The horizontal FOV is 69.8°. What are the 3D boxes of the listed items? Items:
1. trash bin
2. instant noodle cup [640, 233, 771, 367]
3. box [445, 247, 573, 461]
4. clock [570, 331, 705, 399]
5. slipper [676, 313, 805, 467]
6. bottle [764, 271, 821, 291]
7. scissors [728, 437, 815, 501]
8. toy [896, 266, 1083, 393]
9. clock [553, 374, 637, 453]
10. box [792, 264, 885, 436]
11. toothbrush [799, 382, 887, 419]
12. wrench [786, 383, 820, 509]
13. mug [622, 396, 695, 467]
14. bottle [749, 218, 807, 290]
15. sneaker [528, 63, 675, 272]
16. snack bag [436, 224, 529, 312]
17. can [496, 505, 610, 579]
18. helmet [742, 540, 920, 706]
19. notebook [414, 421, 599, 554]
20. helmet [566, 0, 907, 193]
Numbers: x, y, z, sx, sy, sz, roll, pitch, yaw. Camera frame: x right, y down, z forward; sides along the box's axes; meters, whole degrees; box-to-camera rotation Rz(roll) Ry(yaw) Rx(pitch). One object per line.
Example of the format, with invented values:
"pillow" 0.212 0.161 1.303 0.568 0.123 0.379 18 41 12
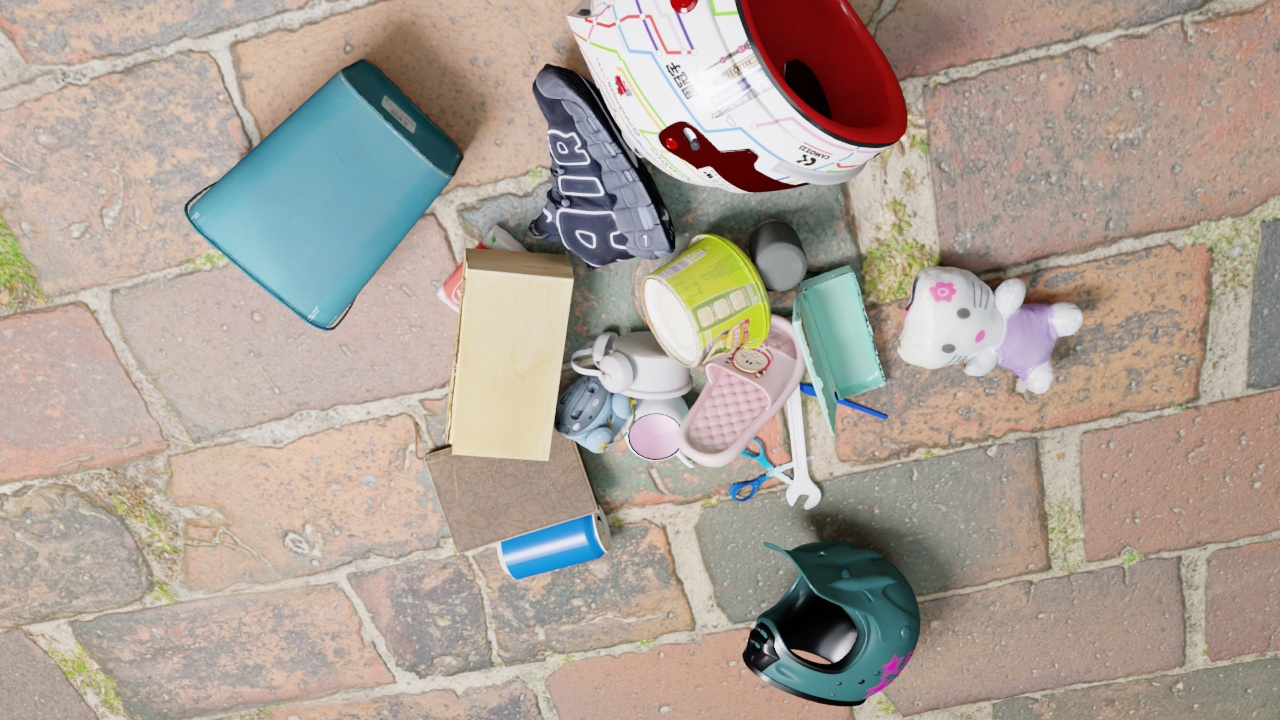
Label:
"trash bin" -0.326 -0.190 1.000 0.219 0.196 0.199 -41 111 14
"instant noodle cup" 0.070 -0.063 1.056 0.097 0.146 0.146 -29 118 -20
"box" -0.158 -0.003 1.099 0.128 0.092 0.250 1 118 -20
"clock" -0.007 0.006 1.131 0.159 0.120 0.061 -2 112 -10
"slipper" 0.122 0.033 1.099 0.107 0.221 0.056 24 155 26
"bottle" 0.157 -0.099 1.115 0.123 0.033 0.033 -2 118 2
"scissors" 0.174 0.158 1.264 0.127 0.014 0.127 28 112 -19
"toy" 0.415 -0.044 1.110 0.209 0.085 0.138 13 115 -7
"clock" -0.054 0.069 1.154 0.051 0.125 0.088 41 75 -38
"box" 0.243 -0.011 1.118 0.078 0.112 0.187 -6 126 27
"toothbrush" 0.241 0.046 1.202 0.186 0.011 0.017 20 116 -9
"wrench" 0.207 0.091 1.215 0.047 0.009 0.274 -11 120 0
"mug" 0.031 0.090 1.194 0.090 0.076 0.124 -37 111 19
"bottle" 0.157 -0.126 1.058 0.060 0.108 0.060 1 118 1
"sneaker" -0.077 -0.201 1.036 0.151 0.097 0.252 -25 120 16
"snack bag" -0.184 -0.099 1.122 0.077 0.036 0.116 39 112 -18
"can" -0.121 0.252 1.282 0.146 0.078 0.079 -17 116 10
"helmet" 0.263 0.343 1.249 0.274 0.176 0.200 18 102 -34
"notebook" -0.182 0.146 1.236 0.216 0.034 0.190 -18 93 10
"helmet" 0.081 -0.287 0.907 0.314 0.230 0.237 47 141 -16
